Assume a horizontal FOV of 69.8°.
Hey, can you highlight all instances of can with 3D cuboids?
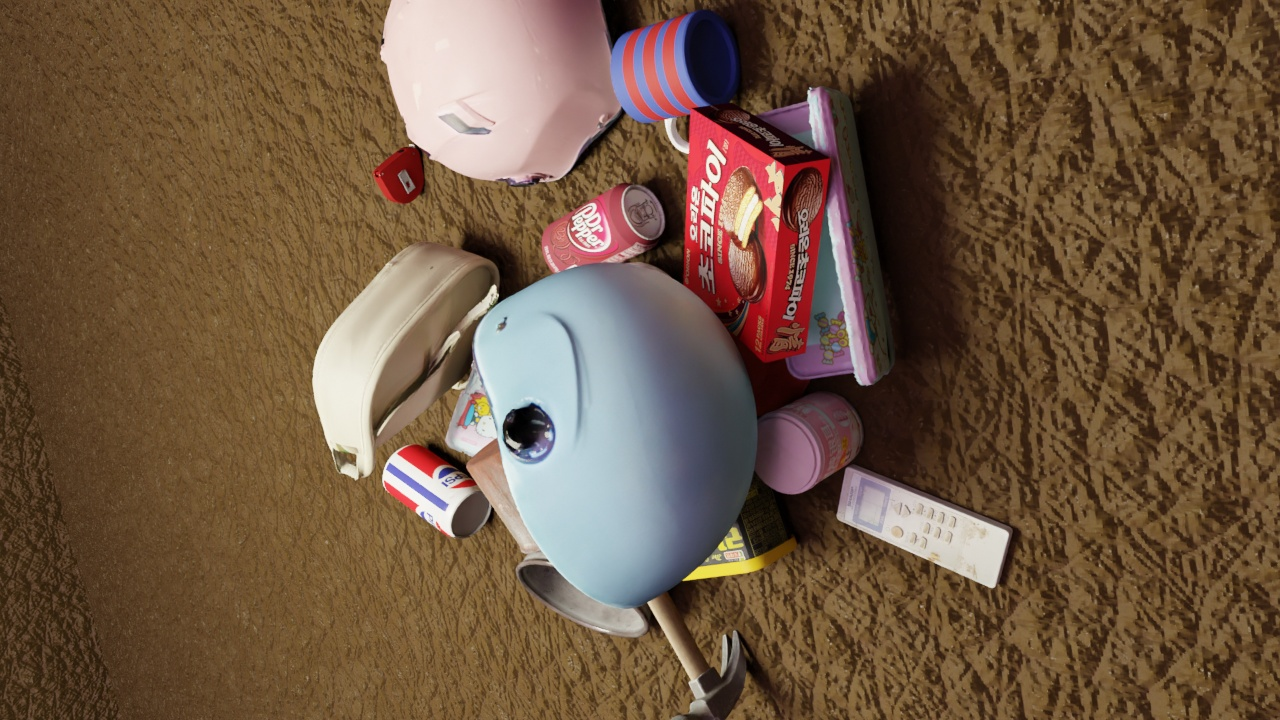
[{"bbox_3d":[0.061,0.136,0.829,0.131,0.072,0.101,-20,87,43],"label":"can"},{"bbox_3d":[-0.247,0.157,1.109,0.132,0.070,0.070,26,119,34],"label":"can"},{"bbox_3d":[-0.035,-0.116,0.842,0.114,0.063,0.063,-21,89,43],"label":"can"},{"bbox_3d":[0.133,0.065,0.739,0.067,0.076,0.067,14,112,38],"label":"can"}]

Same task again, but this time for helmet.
[{"bbox_3d":[-0.147,-0.271,0.844,0.256,0.152,0.230,-1,106,48],"label":"helmet"},{"bbox_3d":[-0.004,0.043,0.687,0.167,0.225,0.265,-26,65,30],"label":"helmet"}]

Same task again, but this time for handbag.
[{"bbox_3d":[-0.218,0.000,0.944,0.132,0.228,0.184,19,127,23],"label":"handbag"}]

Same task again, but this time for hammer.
[{"bbox_3d":[-0.007,0.189,0.870,0.031,0.119,0.331,-42,75,41],"label":"hammer"}]

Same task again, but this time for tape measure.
[{"bbox_3d":[-0.265,-0.206,1.031,0.019,0.058,0.051,15,142,38],"label":"tape measure"}]

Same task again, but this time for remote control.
[{"bbox_3d":[0.220,0.129,0.725,0.136,0.011,0.050,21,116,36],"label":"remote control"}]

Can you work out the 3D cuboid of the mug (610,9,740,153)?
[{"bbox_3d":[0.036,-0.221,0.749,0.076,0.074,0.112,1,130,41],"label":"mug"}]

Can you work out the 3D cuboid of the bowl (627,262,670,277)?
[{"bbox_3d":[0.001,-0.040,0.838,0.105,0.054,0.105,18,118,37],"label":"bowl"}]

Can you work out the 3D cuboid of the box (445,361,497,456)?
[{"bbox_3d":[-0.110,0.049,0.959,0.155,0.058,0.202,33,125,6],"label":"box"}]

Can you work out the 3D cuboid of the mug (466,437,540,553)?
[{"bbox_3d":[-0.105,0.123,0.891,0.110,0.096,0.123,53,173,-10],"label":"mug"}]

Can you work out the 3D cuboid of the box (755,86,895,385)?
[{"bbox_3d":[0.128,-0.086,0.679,0.090,0.092,0.214,-9,97,23],"label":"box"}]

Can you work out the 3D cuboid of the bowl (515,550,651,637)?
[{"bbox_3d":[-0.046,0.215,0.929,0.145,0.067,0.145,19,147,13],"label":"bowl"}]

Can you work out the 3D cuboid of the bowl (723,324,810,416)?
[{"bbox_3d":[0.087,-0.007,0.786,0.122,0.035,0.122,14,112,38],"label":"bowl"}]

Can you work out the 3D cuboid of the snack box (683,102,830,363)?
[{"bbox_3d":[0.081,-0.098,0.691,0.132,0.035,0.152,-130,33,-50],"label":"snack box"}]
